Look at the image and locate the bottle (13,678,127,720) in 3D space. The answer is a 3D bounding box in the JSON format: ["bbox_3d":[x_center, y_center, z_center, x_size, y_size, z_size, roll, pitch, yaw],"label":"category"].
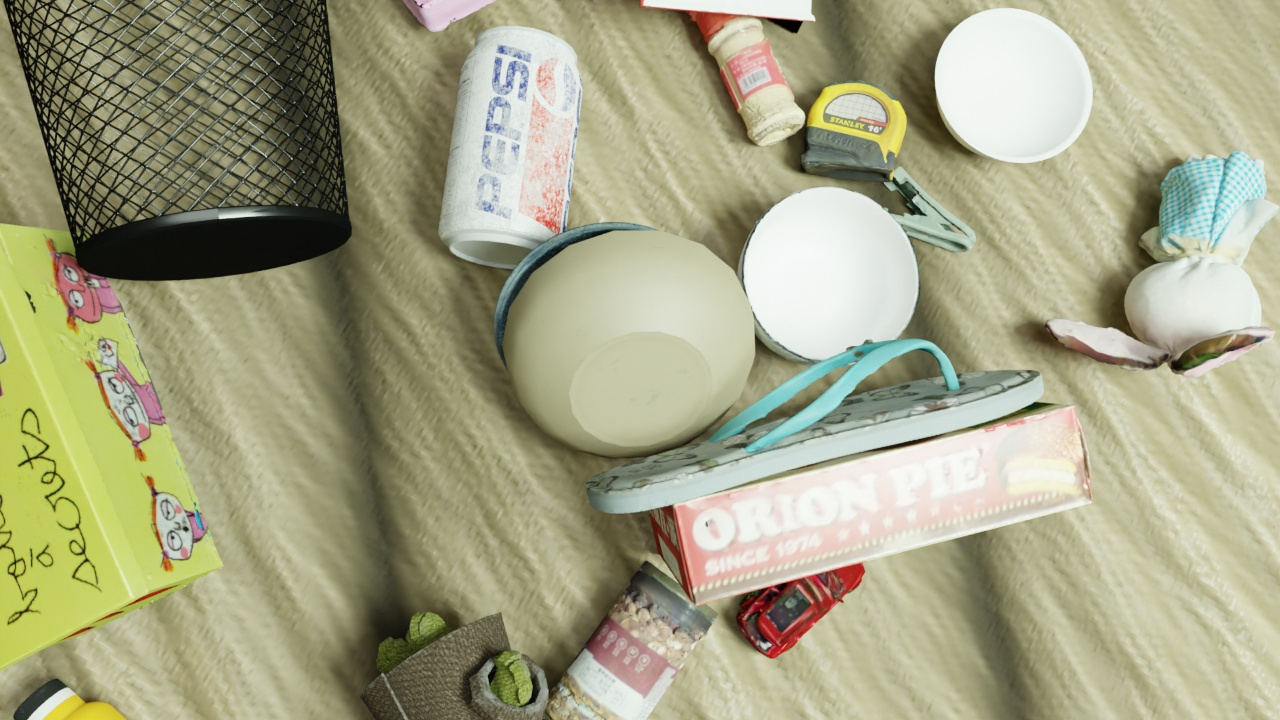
[{"bbox_3d":[-0.292,0.240,0.524,0.143,0.043,0.043,41,80,2],"label":"bottle"}]

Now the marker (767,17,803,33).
[{"bbox_3d":[0.053,-0.272,0.645,0.140,0.016,0.016,28,80,-1],"label":"marker"}]

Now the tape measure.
[{"bbox_3d":[0.146,-0.155,0.624,0.066,0.037,0.064,9,81,14],"label":"tape measure"}]

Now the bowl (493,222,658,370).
[{"bbox_3d":[-0.023,-0.036,0.572,0.137,0.057,0.137,-5,126,-7],"label":"bowl"}]

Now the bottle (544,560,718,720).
[{"bbox_3d":[-0.006,0.179,0.552,0.056,0.056,0.105,37,80,1],"label":"bottle"}]

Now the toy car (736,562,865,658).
[{"bbox_3d":[0.102,0.147,0.580,0.091,0.036,0.042,-39,86,-15],"label":"toy car"}]

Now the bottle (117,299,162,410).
[{"bbox_3d":[-0.330,-0.017,0.565,0.030,0.030,0.113,-24,84,-8],"label":"bottle"}]

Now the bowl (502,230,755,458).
[{"bbox_3d":[-0.003,0.003,0.535,0.152,0.050,0.153,-5,126,-7],"label":"bowl"}]

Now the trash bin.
[{"bbox_3d":[-0.259,-0.164,0.525,0.184,0.184,0.210,-11,88,-7],"label":"trash bin"}]

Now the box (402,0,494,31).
[{"bbox_3d":[-0.068,-0.313,0.615,0.230,0.053,0.084,-33,70,-9],"label":"box"}]

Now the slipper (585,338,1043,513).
[{"bbox_3d":[0.095,0.026,0.520,0.268,0.098,0.055,-15,94,-11],"label":"slipper"}]

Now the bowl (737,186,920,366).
[{"bbox_3d":[0.115,-0.049,0.594,0.113,0.063,0.113,1,82,-5],"label":"bowl"}]

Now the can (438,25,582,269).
[{"bbox_3d":[-0.080,-0.132,0.581,0.078,0.078,0.136,7,81,-4],"label":"can"}]

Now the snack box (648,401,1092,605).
[{"bbox_3d":[0.127,0.075,0.548,0.236,0.113,0.060,-12,93,-7],"label":"snack box"}]

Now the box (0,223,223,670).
[{"bbox_3d":[-0.338,0.046,0.511,0.124,0.080,0.221,-25,83,17],"label":"box"}]

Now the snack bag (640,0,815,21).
[{"bbox_3d":[0.049,-0.292,0.593,0.130,0.039,0.144,-5,82,-25],"label":"snack bag"}]

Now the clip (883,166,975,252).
[{"bbox_3d":[0.196,-0.097,0.630,0.076,0.023,0.059,31,81,2],"label":"clip"}]

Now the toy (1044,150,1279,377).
[{"bbox_3d":[0.370,-0.059,0.619,0.105,0.131,0.205,49,60,-35],"label":"toy"}]

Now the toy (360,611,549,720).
[{"bbox_3d":[-0.094,0.216,0.511,0.180,0.078,0.152,-42,71,30],"label":"toy"}]

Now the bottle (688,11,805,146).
[{"bbox_3d":[0.073,-0.201,0.623,0.044,0.044,0.109,-23,85,-8],"label":"bottle"}]

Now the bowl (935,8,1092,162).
[{"bbox_3d":[0.250,-0.183,0.637,0.110,0.040,0.110,1,81,-5],"label":"bowl"}]
